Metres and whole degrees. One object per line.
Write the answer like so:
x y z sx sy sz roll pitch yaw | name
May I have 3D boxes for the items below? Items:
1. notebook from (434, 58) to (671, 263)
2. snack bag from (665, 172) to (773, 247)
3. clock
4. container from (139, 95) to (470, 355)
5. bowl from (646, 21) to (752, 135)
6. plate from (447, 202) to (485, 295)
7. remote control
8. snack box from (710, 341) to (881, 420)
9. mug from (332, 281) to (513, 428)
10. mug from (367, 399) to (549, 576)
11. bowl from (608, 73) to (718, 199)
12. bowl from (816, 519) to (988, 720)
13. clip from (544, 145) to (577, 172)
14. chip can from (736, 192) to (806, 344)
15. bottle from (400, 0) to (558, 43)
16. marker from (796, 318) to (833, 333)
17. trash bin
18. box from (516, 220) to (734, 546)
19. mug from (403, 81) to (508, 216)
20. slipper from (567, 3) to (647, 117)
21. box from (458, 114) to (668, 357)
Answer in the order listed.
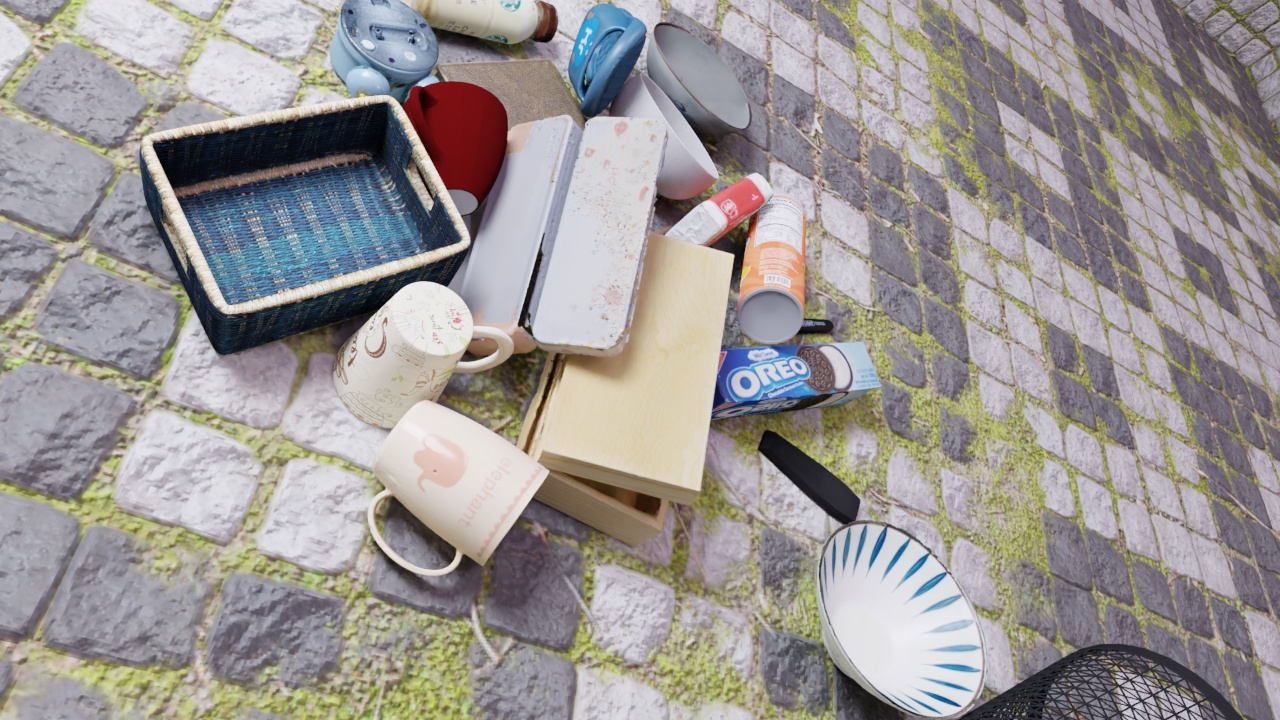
-0.079 -0.199 0.892 0.189 0.035 0.215 -20 76 -44 | notebook
0.080 -0.148 0.949 0.036 0.077 0.115 53 45 0 | snack bag
-0.224 -0.264 0.811 0.088 0.052 0.124 -8 69 -41 | clock
-0.240 -0.102 0.665 0.187 0.071 0.145 -22 77 -33 | container
0.055 -0.305 1.038 0.150 0.057 0.150 30 40 -28 | bowl
-0.195 -0.125 0.767 0.172 0.019 0.172 19 53 -27 | plate
0.166 0.114 0.895 0.124 0.010 0.039 39 46 -9 | remote control
0.140 0.018 0.904 0.226 0.060 0.059 -2 68 -38 | snack box
-0.150 -0.006 0.671 0.121 0.097 0.081 5 60 -35 | mug
-0.137 0.093 0.640 0.104 0.085 0.111 36 76 0 | mug
0.016 -0.220 0.941 0.132 0.064 0.131 48 19 -23 | bowl
0.209 0.234 0.802 0.177 0.071 0.177 19 45 -21 | bowl
-0.074 -0.175 0.844 0.022 0.038 0.059 -14 74 -39 | clip
0.137 -0.100 0.937 0.062 0.062 0.209 35 33 -14 | chip can
-0.159 -0.350 0.911 0.161 0.057 0.056 -2 64 -38 | bottle
0.166 -0.038 0.988 0.122 0.015 0.018 -2 64 -39 | marker
0.337 0.363 0.739 0.242 0.218 0.216 -3 65 -31 | trash bin
-0.006 0.002 0.759 0.140 0.123 0.248 33 48 -23 | box
-0.155 -0.170 0.739 0.114 0.087 0.088 54 27 -60 | mug
-0.041 -0.307 0.922 0.059 0.104 0.213 25 24 -15 | slipper
-0.060 -0.104 0.747 0.058 0.154 0.216 47 49 -54 | box
